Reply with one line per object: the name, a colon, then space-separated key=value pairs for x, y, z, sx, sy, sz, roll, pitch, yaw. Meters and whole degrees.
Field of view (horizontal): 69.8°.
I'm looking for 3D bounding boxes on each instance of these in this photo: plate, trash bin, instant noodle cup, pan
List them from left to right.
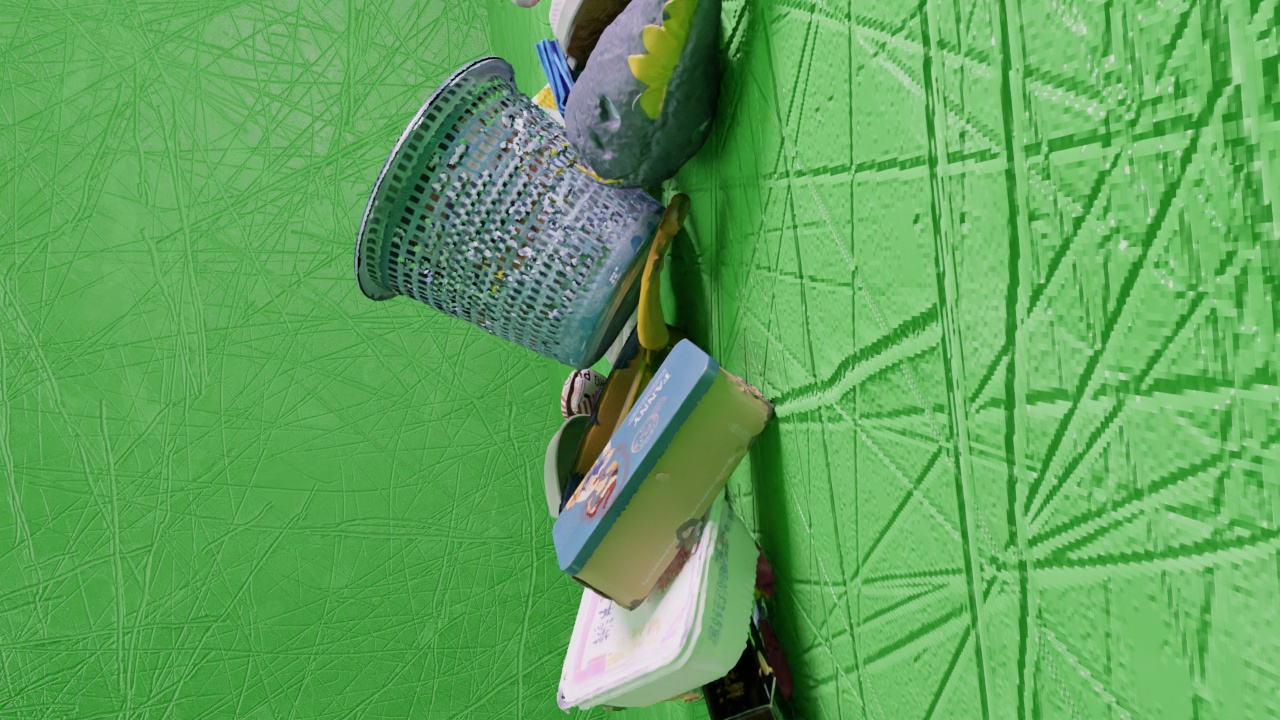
trash bin: x=-0.088 y=-0.101 z=0.759 sx=0.226 sy=0.195 sz=0.226 roll=-59 pitch=-3 yaw=-6
plate: x=-0.027 y=0.164 z=0.943 sx=0.230 sy=0.028 sz=0.229 roll=50 pitch=-157 yaw=-31
pan: x=-0.004 y=0.004 z=0.736 sx=0.359 sy=0.078 sz=0.197 roll=123 pitch=167 yaw=-50
instant noodle cup: x=0.017 y=0.174 z=0.639 sx=0.174 sy=0.060 sz=0.137 roll=-44 pitch=23 yaw=46

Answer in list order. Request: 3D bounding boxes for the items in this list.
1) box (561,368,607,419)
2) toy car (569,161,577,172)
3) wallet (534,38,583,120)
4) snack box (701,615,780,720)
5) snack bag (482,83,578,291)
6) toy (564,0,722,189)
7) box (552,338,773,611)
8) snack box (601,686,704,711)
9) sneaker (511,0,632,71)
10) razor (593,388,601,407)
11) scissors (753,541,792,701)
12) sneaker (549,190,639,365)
box: x=-0.040 y=0.056 z=1.080 sx=0.072 sy=0.060 sz=0.164 roll=-63 pitch=-27 yaw=-3
toy car: x=-0.038 y=-0.131 z=0.879 sx=0.041 sy=0.071 sz=0.156 roll=-79 pitch=-1 yaw=-46
wallet: x=-0.051 y=-0.231 z=0.871 sx=0.133 sy=0.040 sz=0.106 roll=47 pitch=-160 yaw=-57
snack box: x=0.074 y=0.236 z=0.657 sx=0.113 sy=0.053 sz=0.126 roll=-110 pitch=-3 yaw=-62
snack bag: x=-0.106 y=-0.194 z=1.010 sx=0.158 sy=0.068 sz=0.245 roll=91 pitch=-157 yaw=-48
toy: x=-0.002 y=-0.185 z=0.617 sx=0.356 sy=0.091 sz=0.138 roll=-162 pitch=75 yaw=-77
box: x=0.015 y=0.069 z=0.615 sx=0.184 sy=0.062 sz=0.090 roll=-58 pitch=15 yaw=2
snack box: x=0.009 y=0.316 z=1.049 sx=0.105 sy=0.118 sz=0.117 roll=-87 pitch=-10 yaw=-74
sneaker: x=-0.043 y=-0.293 z=0.713 sx=0.088 sy=0.118 sz=0.241 roll=61 pitch=179 yaw=-9
razor: x=-0.004 y=0.055 z=0.971 sx=0.167 sy=0.067 sz=0.062 roll=-160 pitch=77 yaw=-72
scissors: x=0.090 y=0.183 z=0.676 sx=0.133 sy=0.017 sz=0.133 roll=86 pitch=170 yaw=-55
sneaker: x=-0.048 y=-0.088 z=0.986 sx=0.089 sy=0.090 sz=0.242 roll=-114 pitch=16 yaw=-59
